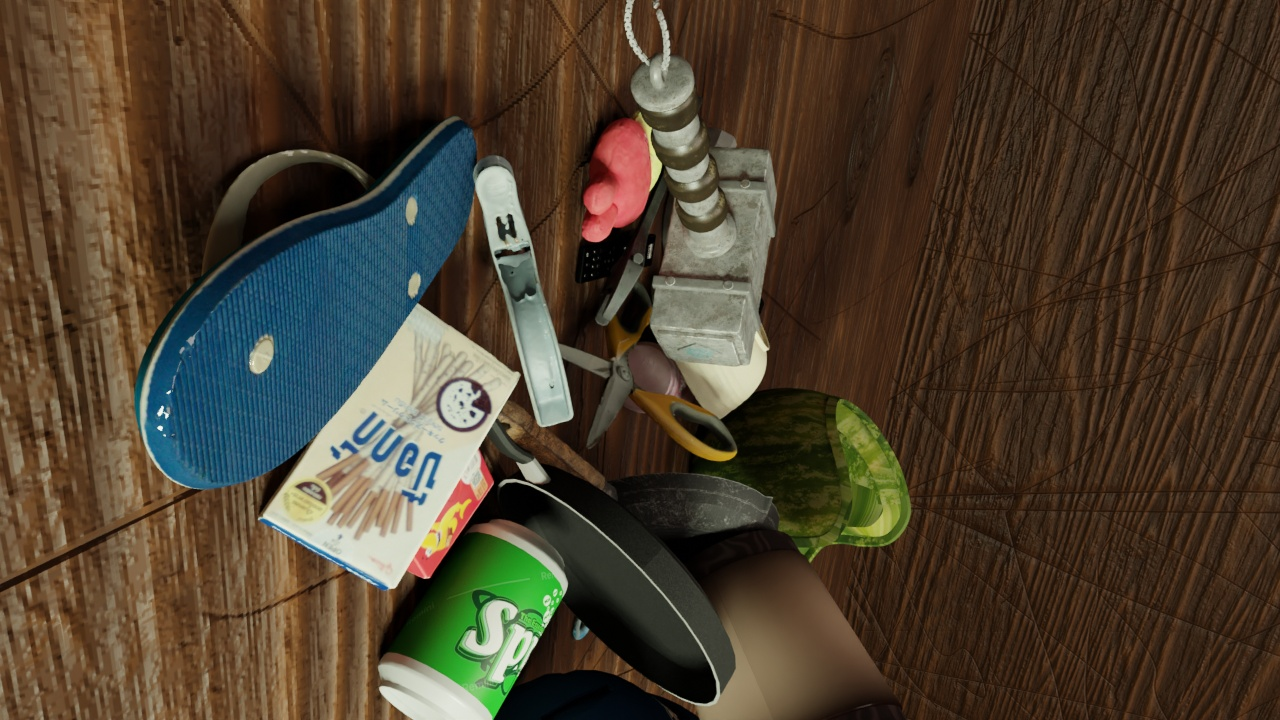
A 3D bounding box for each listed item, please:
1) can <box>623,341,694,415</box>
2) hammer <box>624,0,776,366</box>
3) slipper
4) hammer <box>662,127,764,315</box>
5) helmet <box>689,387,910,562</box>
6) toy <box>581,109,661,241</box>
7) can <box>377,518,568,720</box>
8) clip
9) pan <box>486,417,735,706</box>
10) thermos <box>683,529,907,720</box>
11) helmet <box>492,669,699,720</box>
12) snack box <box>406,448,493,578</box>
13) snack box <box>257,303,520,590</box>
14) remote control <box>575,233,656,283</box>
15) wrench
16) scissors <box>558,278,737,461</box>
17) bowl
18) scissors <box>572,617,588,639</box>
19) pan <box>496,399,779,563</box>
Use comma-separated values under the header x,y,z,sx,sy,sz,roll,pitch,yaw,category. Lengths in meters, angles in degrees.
x,y,z,sx,sy,sz,roll,pitch,yaw,category
0.014,0.019,0.884,0.076,0.067,0.067,20,86,-68,can
0.039,-0.129,0.669,0.326,0.079,0.176,58,40,-65,hammer
-0.159,-0.044,0.457,0.294,0.060,0.118,-66,165,-54,slipper
0.093,-0.117,1.023,0.131,0.039,0.328,-68,157,-12,hammer
0.173,0.155,1.126,0.212,0.248,0.243,11,53,-51,helmet
-0.015,-0.147,0.734,0.134,0.045,0.092,-59,158,-47,toy
-0.118,0.191,0.661,0.139,0.088,0.088,-58,153,-34,can
-0.073,-0.029,0.595,0.165,0.032,0.165,103,-29,-75,clip
-0.049,0.116,0.665,0.034,0.226,0.356,-42,118,-26,pan
0.118,0.269,0.753,0.172,0.226,0.173,-16,142,-13,thermos
-0.040,0.359,0.747,0.271,0.232,0.224,-13,130,-39,helmet
-0.144,0.075,0.610,0.089,0.021,0.133,-58,153,-34,snack box
-0.140,0.047,0.530,0.026,0.082,0.149,-25,-148,58,snack box
-0.020,-0.091,0.809,0.139,0.009,0.030,-25,127,-62,remote control
0.013,-0.139,0.792,0.073,0.018,0.272,-47,-161,55,wrench
-0.004,0.005,0.766,0.225,0.016,0.229,28,40,-31,scissors
0.078,-0.026,0.894,0.151,0.075,0.150,58,15,-26,bowl
-0.035,0.246,0.997,0.140,0.011,0.133,68,42,-56,scissors
-0.016,0.127,0.783,0.357,0.208,0.040,41,38,-44,pan
